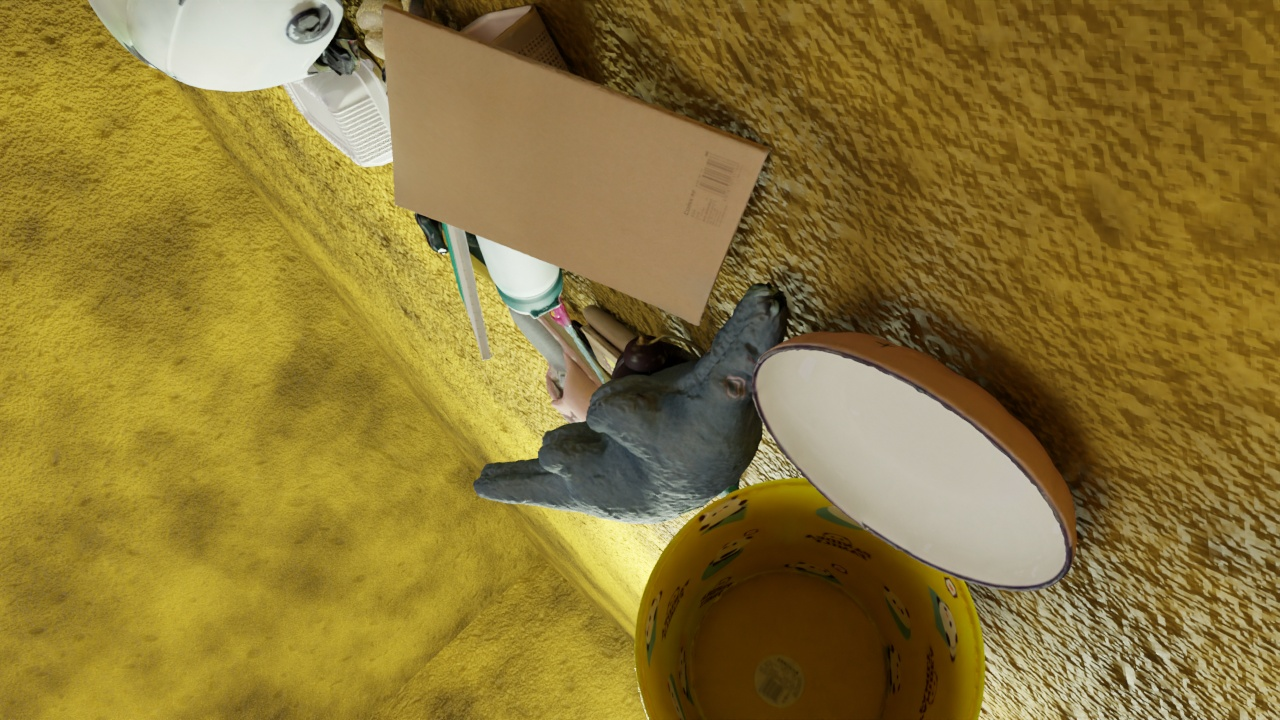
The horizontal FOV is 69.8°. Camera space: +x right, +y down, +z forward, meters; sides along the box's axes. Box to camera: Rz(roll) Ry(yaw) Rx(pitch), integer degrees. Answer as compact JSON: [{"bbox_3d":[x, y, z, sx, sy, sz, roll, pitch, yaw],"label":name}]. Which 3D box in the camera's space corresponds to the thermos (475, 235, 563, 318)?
[{"bbox_3d":[-0.107,-0.114,0.764,0.073,0.073,0.224,42,163,20],"label":"thermos"}]

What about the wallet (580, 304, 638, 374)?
[{"bbox_3d":[-0.005,0.005,0.836,0.115,0.033,0.090,40,163,38],"label":"wallet"}]

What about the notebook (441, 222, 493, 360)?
[{"bbox_3d":[-0.167,-0.123,0.808,0.150,0.012,0.209,-125,24,-55],"label":"notebook"}]

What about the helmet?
[{"bbox_3d":[-0.356,-0.320,0.706,0.229,0.145,0.259,56,151,-1],"label":"helmet"}]

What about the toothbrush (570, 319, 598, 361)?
[{"bbox_3d":[-0.010,0.026,0.920,0.181,0.015,0.018,46,172,4],"label":"toothbrush"}]

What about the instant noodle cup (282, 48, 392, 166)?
[{"bbox_3d":[-0.312,-0.271,0.941,0.173,0.060,0.138,41,162,28],"label":"instant noodle cup"}]

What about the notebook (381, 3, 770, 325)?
[{"bbox_3d":[-0.046,-0.103,0.523,0.211,0.012,0.150,21,146,2],"label":"notebook"}]

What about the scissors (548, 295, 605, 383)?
[{"bbox_3d":[-0.066,-0.026,0.896,0.135,0.017,0.064,57,162,24],"label":"scissors"}]

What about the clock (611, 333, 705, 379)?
[{"bbox_3d":[0.016,0.023,0.735,0.082,0.055,0.122,25,132,-3],"label":"clock"}]

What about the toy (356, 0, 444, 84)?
[{"bbox_3d":[-0.170,-0.228,0.670,0.157,0.066,0.105,47,145,46],"label":"toy"}]

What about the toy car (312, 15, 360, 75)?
[{"bbox_3d":[-0.304,-0.327,0.822,0.158,0.042,0.070,54,160,-3],"label":"toy car"}]

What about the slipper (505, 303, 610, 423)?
[{"bbox_3d":[-0.068,0.037,1.021,0.274,0.054,0.114,54,162,-18],"label":"slipper"}]

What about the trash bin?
[{"bbox_3d":[0.122,0.234,0.722,0.229,0.229,0.255,43,168,19],"label":"trash bin"}]

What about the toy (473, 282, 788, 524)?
[{"bbox_3d":[0.008,0.056,0.658,0.138,0.091,0.358,28,141,-22],"label":"toy"}]

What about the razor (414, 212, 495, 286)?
[{"bbox_3d":[-0.158,-0.106,0.916,0.167,0.062,0.068,41,122,23],"label":"razor"}]

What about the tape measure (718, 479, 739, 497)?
[{"bbox_3d":[0.070,0.109,0.887,0.058,0.025,0.054,33,159,39],"label":"tape measure"}]

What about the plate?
[{"bbox_3d":[0.149,0.049,0.504,0.192,0.039,0.193,36,159,16],"label":"plate"}]

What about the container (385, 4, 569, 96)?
[{"bbox_3d":[-0.085,-0.151,0.589,0.090,0.090,0.111,24,154,55],"label":"container"}]
